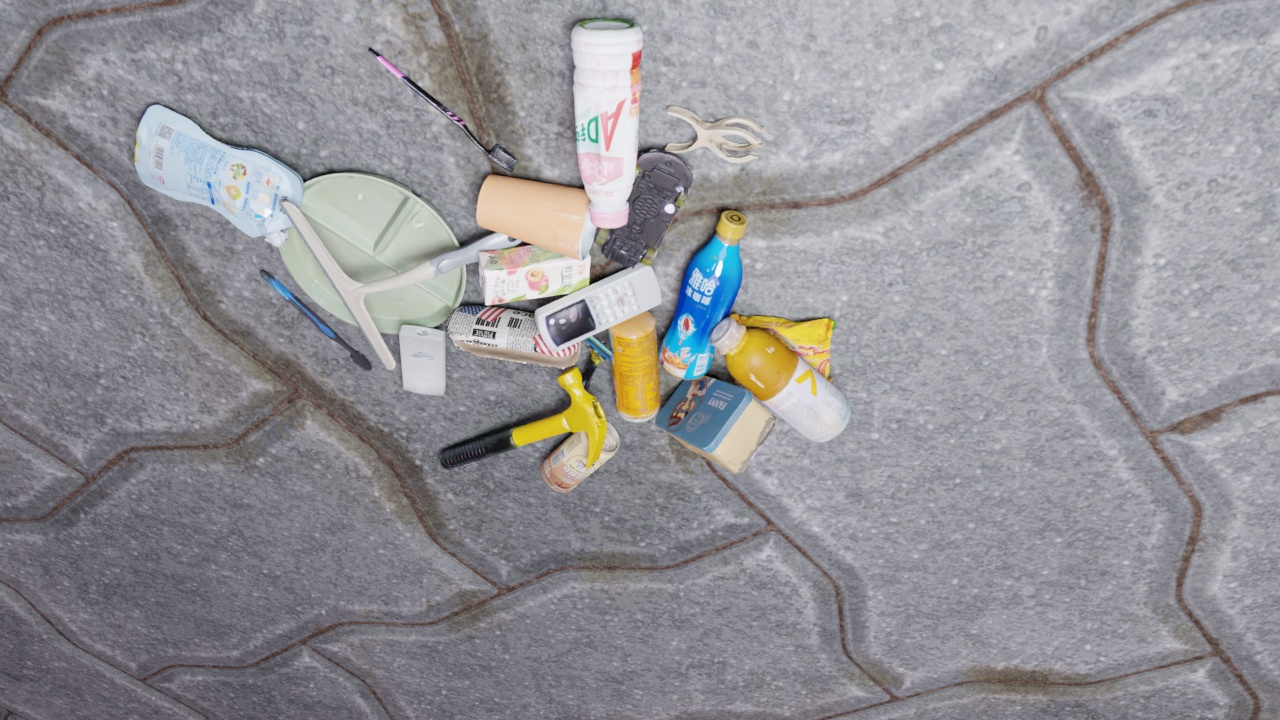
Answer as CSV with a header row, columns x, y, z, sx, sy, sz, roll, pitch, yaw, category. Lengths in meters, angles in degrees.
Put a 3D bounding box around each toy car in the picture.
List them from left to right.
x,y,z,sx,sy,sz,roll,pitch,yaw,category
0.004,-0.163,0.994,0.070,0.042,0.159,24,132,-11,toy car

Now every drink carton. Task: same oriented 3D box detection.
x,y,z,sx,sy,sz,roll,pitch,yaw,category
-0.121,-0.102,1.042,0.122,0.045,0.054,-10,136,-16,drink carton

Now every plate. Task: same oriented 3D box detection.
x,y,z,sx,sy,sz,roll,pitch,yaw,category
-0.318,-0.127,1.099,0.230,0.027,0.231,6,131,7,plate

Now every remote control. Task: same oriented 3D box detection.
x,y,z,sx,sy,sz,roll,pitch,yaw,category
-0.282,0.002,1.190,0.056,0.019,0.135,8,145,-5,remote control
-0.048,-0.061,1.062,0.150,0.021,0.058,-26,128,-7,remote control

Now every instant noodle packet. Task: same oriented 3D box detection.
x,y,z,sx,sy,sz,roll,pitch,yaw,category
0.169,-0.007,1.099,0.128,0.044,0.111,2,135,8,instant noodle packet

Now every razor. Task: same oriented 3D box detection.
x,y,z,sx,sy,sz,roll,pitch,yaw,category
-0.060,0.006,1.149,0.042,0.022,0.143,41,151,7,razor

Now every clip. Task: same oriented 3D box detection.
x,y,z,sx,sy,sz,roll,pitch,yaw,category
0.074,-0.229,0.931,0.100,0.034,0.072,11,133,12,clip

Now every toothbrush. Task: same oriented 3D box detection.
x,y,z,sx,sy,sz,roll,pitch,yaw,category
-0.422,-0.050,1.197,0.016,0.014,0.189,-8,132,49,toothbrush
-0.205,-0.264,0.966,0.189,0.014,0.018,39,117,-21,toothbrush

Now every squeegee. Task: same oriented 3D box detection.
x,y,z,sx,sy,sz,roll,pitch,yaw,category
-0.244,-0.106,1.051,0.247,0.039,0.247,-16,125,9,squeegee

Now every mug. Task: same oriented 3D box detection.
x,y,z,sx,sy,sz,roll,pitch,yaw,category
-0.112,-0.161,1.001,0.123,0.078,0.078,15,132,5,mug

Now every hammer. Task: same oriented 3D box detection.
x,y,z,sx,sy,sz,roll,pitch,yaw,category
-0.165,0.104,1.237,0.302,0.032,0.129,-19,102,36,hammer

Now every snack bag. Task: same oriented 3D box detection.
x,y,z,sx,sy,sz,roll,pitch,yaw,category
-0.475,-0.206,1.040,0.191,0.038,0.110,25,117,-2,snack bag

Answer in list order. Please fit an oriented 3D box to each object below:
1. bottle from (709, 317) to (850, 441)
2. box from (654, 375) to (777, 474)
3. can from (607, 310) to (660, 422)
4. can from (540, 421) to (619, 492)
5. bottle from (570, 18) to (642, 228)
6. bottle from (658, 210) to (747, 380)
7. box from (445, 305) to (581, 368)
x,y,z,sx,sy,sz,roll,pitch,yaw,category
0.158,0.020,1.049,0.189,0.067,0.068,38,127,-20,bottle
0.090,0.073,1.095,0.062,0.089,0.184,39,171,-19,box
-0.007,0.007,1.134,0.058,0.058,0.146,3,131,8,can
-0.084,0.131,1.258,0.058,0.058,0.117,34,128,-18,can
-0.033,-0.229,0.905,0.068,0.068,0.197,5,121,7,bottle
0.075,-0.073,1.044,0.065,0.065,0.219,15,132,-2,bottle
-0.155,-0.023,1.118,0.162,0.086,0.076,12,109,0,box
